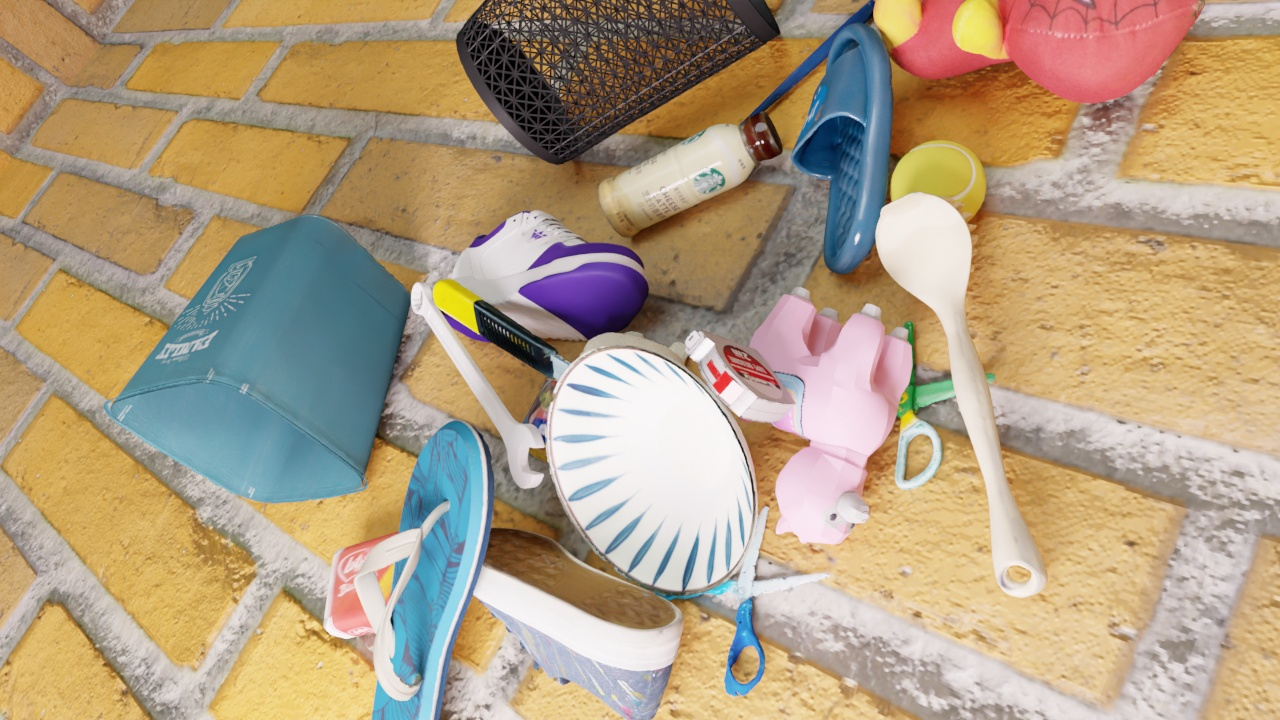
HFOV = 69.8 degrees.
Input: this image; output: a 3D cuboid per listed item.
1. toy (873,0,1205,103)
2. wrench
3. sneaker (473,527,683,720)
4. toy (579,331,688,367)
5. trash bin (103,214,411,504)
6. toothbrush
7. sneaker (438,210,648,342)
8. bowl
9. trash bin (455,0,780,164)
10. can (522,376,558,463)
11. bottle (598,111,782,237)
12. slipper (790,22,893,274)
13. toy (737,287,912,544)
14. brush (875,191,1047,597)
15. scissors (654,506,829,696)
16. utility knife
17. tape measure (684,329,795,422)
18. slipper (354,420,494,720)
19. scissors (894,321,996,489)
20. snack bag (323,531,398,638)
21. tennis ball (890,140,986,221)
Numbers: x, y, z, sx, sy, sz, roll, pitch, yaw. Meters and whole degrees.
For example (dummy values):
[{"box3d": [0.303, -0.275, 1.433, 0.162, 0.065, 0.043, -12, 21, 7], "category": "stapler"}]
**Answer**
[{"box3d": [0.286, -0.248, 0.660, 0.216, 0.099, 0.147, 25, 61, 42], "category": "toy"}, {"box3d": [-0.144, 0.010, 0.775, 0.273, 0.009, 0.047, 48, 128, 42], "category": "wrench"}, {"box3d": [-0.069, 0.182, 0.651, 0.236, 0.087, 0.079, 13, 102, 44], "category": "sneaker"}, {"box3d": [-0.004, 0.004, 0.716, 0.087, 0.050, 0.112, 17, 25, 10], "category": "toy"}, {"box3d": [-0.349, -0.004, 0.898, 0.197, 0.199, 0.218, -10, 50, 29], "category": "trash bin"}, {"box3d": [0.141, -0.251, 0.823, 0.190, 0.016, 0.017, -42, 54, 4], "category": "toothbrush"}, {"box3d": [-0.080, -0.085, 0.823, 0.245, 0.092, 0.111, -4, 58, 40], "category": "sneaker"}, {"box3d": [0.022, 0.066, 0.635, 0.177, 0.070, 0.177, 16, 115, 36], "category": "bowl"}, {"box3d": [-0.030, -0.324, 0.871, 0.244, 0.217, 0.216, -33, 47, 22], "category": "trash bin"}, {"box3d": [-0.047, 0.055, 0.731, 0.100, 0.054, 0.059, 12, 67, 39], "category": "can"}, {"box3d": [0.044, -0.165, 0.807, 0.162, 0.056, 0.056, -23, 51, 22], "category": "bottle"}, {"box3d": [0.153, -0.168, 0.701, 0.059, 0.104, 0.213, 8, 66, -8], "category": "slipper"}, {"box3d": [0.116, 0.038, 0.606, 0.123, 0.067, 0.157, 19, 85, 46], "category": "toy"}, {"box3d": [0.203, 0.010, 0.570, 0.062, 0.077, 0.271, -33, 54, 43], "category": "brush"}, {"box3d": [0.066, 0.161, 0.611, 0.128, 0.014, 0.133, -17, 49, 21], "category": "scissors"}, {"box3d": [-0.107, -0.019, 0.757, 0.203, 0.020, 0.029, 32, 124, 35], "category": "utility knife"}, {"box3d": [0.063, 0.012, 0.577, 0.020, 0.060, 0.062, -50, 49, 22], "category": "tape measure"}, {"box3d": [-0.170, 0.179, 0.649, 0.118, 0.060, 0.295, 29, 109, 56], "category": "slipper"}, {"box3d": [0.175, 0.030, 0.618, 0.126, 0.011, 0.131, -17, 55, 28], "category": "scissors"}, {"box3d": [-0.211, 0.185, 0.772, 0.116, 0.036, 0.076, -19, 53, 24], "category": "snack bag"}, {"box3d": [0.212, -0.123, 0.655, 0.065, 0.065, 0.065, -18, 53, 25], "category": "tennis ball"}]
